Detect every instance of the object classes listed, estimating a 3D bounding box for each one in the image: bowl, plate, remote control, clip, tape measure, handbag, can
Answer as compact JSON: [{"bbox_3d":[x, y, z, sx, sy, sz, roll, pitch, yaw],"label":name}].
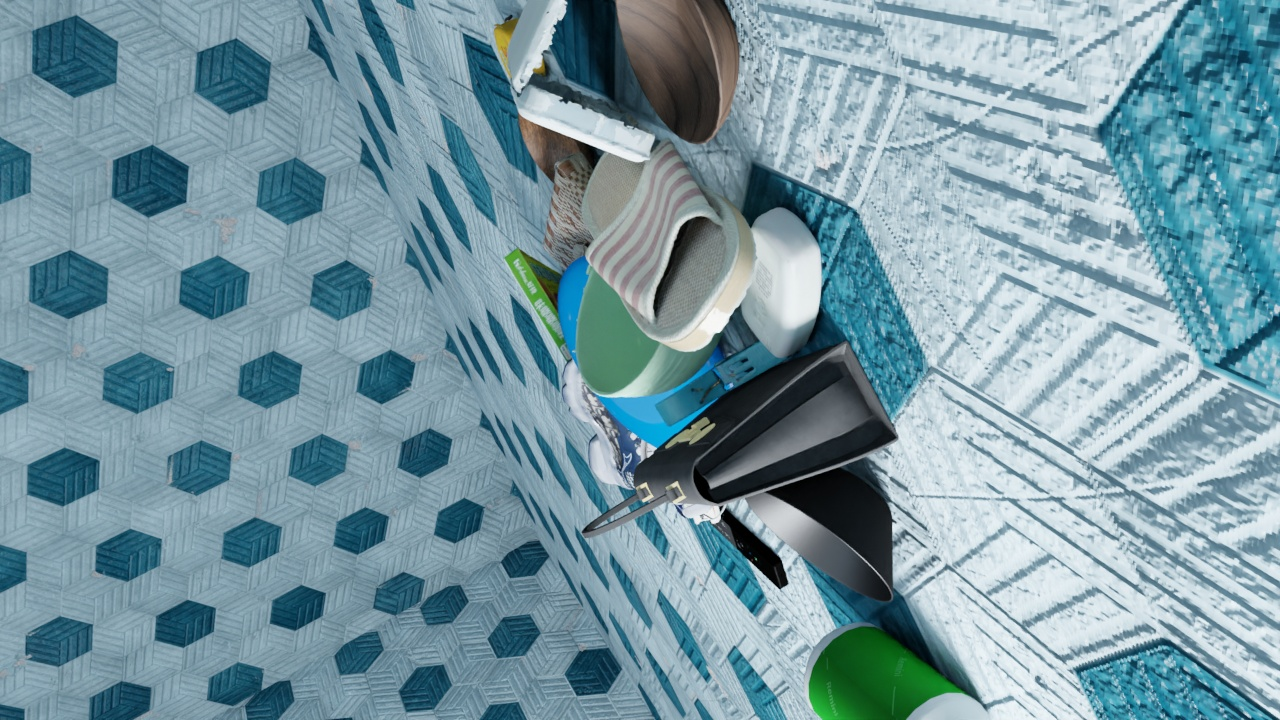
[{"bbox_3d":[0.028,-0.193,0.554,0.119,0.032,0.119,55,163,25],"label":"bowl"},{"bbox_3d":[-0.005,0.005,0.857,0.224,0.024,0.225,33,143,28],"label":"plate"},{"bbox_3d":[0.017,-0.037,0.718,0.151,0.077,0.150,-33,49,48],"label":"bowl"},{"bbox_3d":[0.110,0.193,0.987,0.150,0.013,0.034,37,151,58],"label":"remote control"},{"bbox_3d":[0.070,0.010,0.718,0.033,0.122,0.120,59,-163,4],"label":"clip"},{"bbox_3d":[-0.112,-0.289,0.857,0.068,0.030,0.059,65,165,-17],"label":"tape measure"},{"bbox_3d":[0.045,0.074,0.644,0.072,0.195,0.176,62,165,1],"label":"handbag"},{"bbox_3d":[0.091,-0.050,0.601,0.060,0.028,0.114,55,163,31],"label":"remote control"},{"bbox_3d":[-0.043,-0.106,0.881,0.124,0.047,0.186,49,162,6],"label":"handbag"},{"bbox_3d":[-0.072,-0.203,0.870,0.102,0.026,0.114,41,162,18],"label":"bowl"},{"bbox_3d":[0.193,0.266,0.698,0.140,0.087,0.088,29,143,64],"label":"can"},{"bbox_3d":[0.138,0.110,0.648,0.124,0.052,0.124,37,166,11],"label":"bowl"}]

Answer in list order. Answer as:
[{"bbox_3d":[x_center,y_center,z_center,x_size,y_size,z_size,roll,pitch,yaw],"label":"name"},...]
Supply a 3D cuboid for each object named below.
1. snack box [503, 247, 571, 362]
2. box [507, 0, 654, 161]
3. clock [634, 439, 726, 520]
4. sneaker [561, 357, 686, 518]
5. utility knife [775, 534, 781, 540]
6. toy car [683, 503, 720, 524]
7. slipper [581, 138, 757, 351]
[{"bbox_3d":[-0.089,-0.049,1.105,0.168,0.027,0.132,57,-169,18],"label":"snack box"},{"bbox_3d":[-0.034,-0.211,0.644,0.210,0.105,0.129,-108,39,-63],"label":"box"},{"bbox_3d":[0.047,0.108,0.935,0.122,0.035,0.095,52,135,29],"label":"clock"},{"bbox_3d":[0.000,0.073,1.030,0.132,0.103,0.270,33,150,34],"label":"sneaker"},{"bbox_3d":[0.092,0.073,0.841,0.220,0.015,0.031,67,160,-10],"label":"utility knife"},{"bbox_3d":[0.056,0.125,0.988,0.039,0.039,0.113,34,145,59],"label":"toy car"},{"bbox_3d":[0.002,-0.099,0.644,0.052,0.115,0.262,21,-160,-28],"label":"slipper"}]
